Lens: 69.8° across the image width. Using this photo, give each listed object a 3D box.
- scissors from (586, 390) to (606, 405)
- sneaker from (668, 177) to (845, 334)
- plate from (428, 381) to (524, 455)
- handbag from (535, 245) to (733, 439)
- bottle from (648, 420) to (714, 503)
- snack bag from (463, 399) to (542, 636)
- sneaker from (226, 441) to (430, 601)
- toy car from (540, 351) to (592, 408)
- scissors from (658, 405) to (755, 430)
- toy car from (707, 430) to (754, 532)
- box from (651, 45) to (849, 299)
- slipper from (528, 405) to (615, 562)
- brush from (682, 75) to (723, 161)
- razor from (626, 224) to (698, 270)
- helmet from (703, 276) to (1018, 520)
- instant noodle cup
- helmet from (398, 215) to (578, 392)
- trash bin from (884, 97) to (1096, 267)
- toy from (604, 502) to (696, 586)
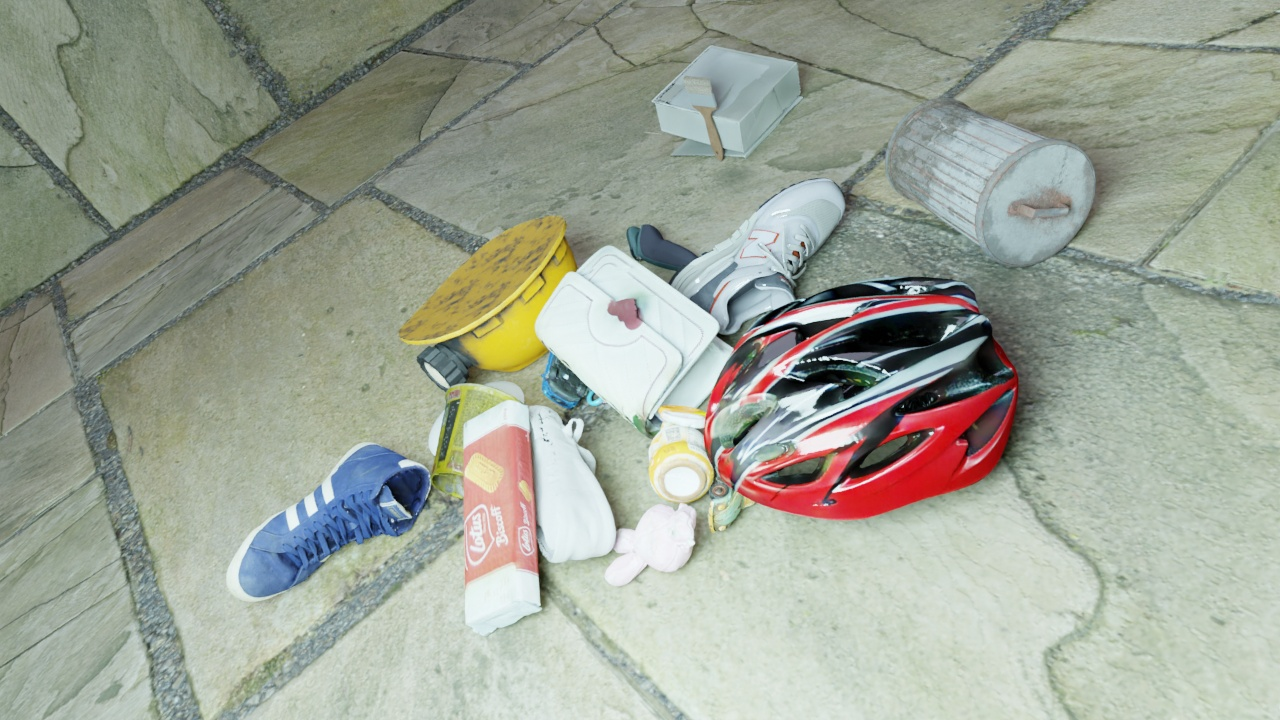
[{"bbox_3d":[-0.006,0.006,1.086,0.136,0.015,0.134,2,48,36],"label":"scissors"},{"bbox_3d":[0.153,-0.106,1.064,0.240,0.089,0.124,-35,39,7],"label":"sneaker"},{"bbox_3d":[-0.208,0.070,1.144,0.135,0.011,0.134,-19,37,14],"label":"plate"},{"bbox_3d":[-0.011,-0.023,1.008,0.142,0.096,0.198,-47,57,-7],"label":"handbag"},{"bbox_3d":[0.039,0.092,0.906,0.063,0.063,0.108,-22,21,9],"label":"bottle"},{"bbox_3d":[-0.141,0.150,0.910,0.078,0.041,0.224,-29,49,28],"label":"snack bag"},{"bbox_3d":[-0.331,0.190,1.023,0.119,0.091,0.232,8,41,37],"label":"sneaker"},{"bbox_3d":[-0.089,0.013,1.101,0.044,0.056,0.120,-47,21,29],"label":"toy car"},{"bbox_3d":[0.082,0.060,0.905,0.130,0.013,0.070,8,9,4],"label":"scissors"},{"bbox_3d":[0.097,0.112,0.854,0.047,0.047,0.111,10,45,21],"label":"toy car"},{"bbox_3d":[0.192,-0.296,1.501,0.172,0.404,0.168,15,53,44],"label":"box"},{"bbox_3d":[-0.082,0.119,0.942,0.112,0.074,0.246,-63,27,13],"label":"slipper"},{"bbox_3d":[0.099,-0.350,1.339,0.045,0.143,0.008,20,58,36],"label":"brush"},{"bbox_3d":[0.033,-0.146,1.223,0.143,0.047,0.052,28,88,47],"label":"razor"},{"bbox_3d":[0.180,0.027,0.794,0.272,0.167,0.217,-17,34,11],"label":"helmet"},{"bbox_3d":[-0.187,0.095,1.035,0.102,0.102,0.108,-6,53,29],"label":"instant noodle cup"},{"bbox_3d":[-0.166,-0.060,1.170,0.254,0.131,0.206,-46,30,-22],"label":"helmet"},{"bbox_3d":[0.368,-0.193,0.976,0.131,0.131,0.211,-29,34,-1],"label":"trash bin"},{"bbox_3d":[0.012,0.169,0.845,0.110,0.047,0.063,-28,41,33],"label":"toy"}]
